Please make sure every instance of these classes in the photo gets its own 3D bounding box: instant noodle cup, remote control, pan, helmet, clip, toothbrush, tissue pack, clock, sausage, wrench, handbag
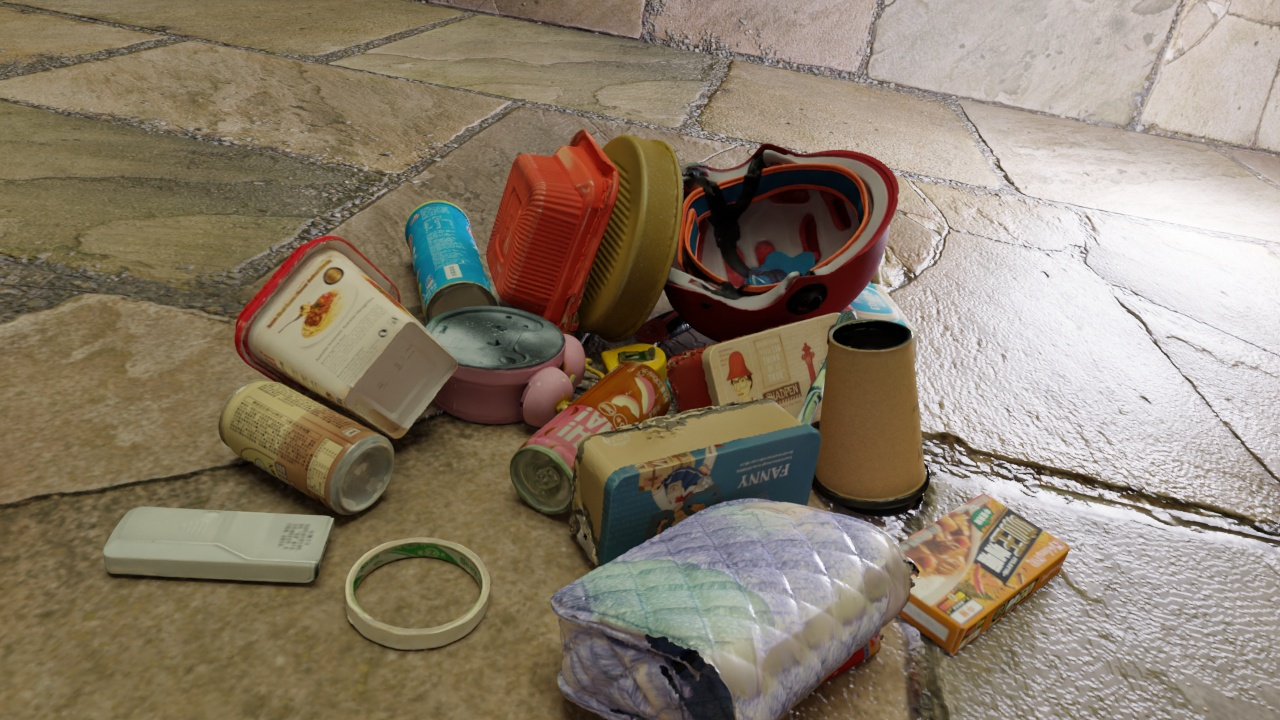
[{"bbox_3d":[-0.214,-0.012,0.687,0.124,0.116,0.116,31,78,29],"label":"instant noodle cup"},{"bbox_3d":[-0.257,0.111,0.563,0.125,0.024,0.049,5,28,-9],"label":"remote control"},{"bbox_3d":[-0.030,-0.151,0.949,0.078,0.198,0.357,12,23,-25],"label":"pan"},{"bbox_3d":[0.132,-0.102,0.904,0.240,0.144,0.206,-12,48,6],"label":"helmet"},{"bbox_3d":[0.035,0.029,0.819,0.033,0.013,0.054,2,29,-11],"label":"clip"},{"bbox_3d":[-0.089,-0.122,0.871,0.079,0.189,0.164,13,24,-24],"label":"instant noodle cup"},{"bbox_3d":[0.141,0.032,0.740,0.016,0.018,0.191,34,62,-13],"label":"toothbrush"},{"bbox_3d":[0.222,-0.038,0.948,0.090,0.063,0.140,5,28,-9],"label":"tissue pack"},{"bbox_3d":[-0.105,0.007,0.769,0.158,0.060,0.117,9,26,4],"label":"clock"},{"bbox_3d":[0.091,0.185,0.533,0.155,0.020,0.020,-12,34,-34],"label":"sausage"},{"bbox_3d":[0.084,-0.059,0.999,0.056,0.016,0.272,28,32,33],"label":"wrench"},{"bbox_3d":[0.053,0.143,0.519,0.134,0.075,0.193,4,15,41],"label":"handbag"}]

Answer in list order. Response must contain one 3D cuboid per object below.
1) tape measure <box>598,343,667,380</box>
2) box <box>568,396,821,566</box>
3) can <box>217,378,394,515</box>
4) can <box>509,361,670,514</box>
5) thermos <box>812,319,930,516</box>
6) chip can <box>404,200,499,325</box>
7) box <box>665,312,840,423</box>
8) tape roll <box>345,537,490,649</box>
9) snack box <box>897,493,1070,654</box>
[{"bbox_3d":[-0.005,0.005,0.823,0.057,0.029,0.060,-15,32,-7],"label":"tape measure"},{"bbox_3d":[0.043,0.083,0.636,0.184,0.090,0.060,-11,33,-25],"label":"box"},{"bbox_3d":[-0.230,0.058,0.633,0.116,0.059,0.058,23,31,24],"label":"can"},{"bbox_3d":[-0.034,0.054,0.692,0.058,0.058,0.146,21,34,21],"label":"can"},{"bbox_3d":[0.177,0.045,0.706,0.093,0.143,0.093,-4,24,2],"label":"thermos"},{"bbox_3d":[-0.191,-0.090,0.914,0.071,0.071,0.210,-1,30,-19],"label":"chip can"},{"bbox_3d":[0.101,0.016,0.773,0.168,0.091,0.076,-15,2,-38],"label":"box"},{"bbox_3d":[-0.134,0.140,0.557,0.086,0.014,0.085,7,27,-4],"label":"tape roll"},{"bbox_3d":[0.231,0.145,0.645,0.153,0.026,0.075,-16,37,-39],"label":"snack box"}]
